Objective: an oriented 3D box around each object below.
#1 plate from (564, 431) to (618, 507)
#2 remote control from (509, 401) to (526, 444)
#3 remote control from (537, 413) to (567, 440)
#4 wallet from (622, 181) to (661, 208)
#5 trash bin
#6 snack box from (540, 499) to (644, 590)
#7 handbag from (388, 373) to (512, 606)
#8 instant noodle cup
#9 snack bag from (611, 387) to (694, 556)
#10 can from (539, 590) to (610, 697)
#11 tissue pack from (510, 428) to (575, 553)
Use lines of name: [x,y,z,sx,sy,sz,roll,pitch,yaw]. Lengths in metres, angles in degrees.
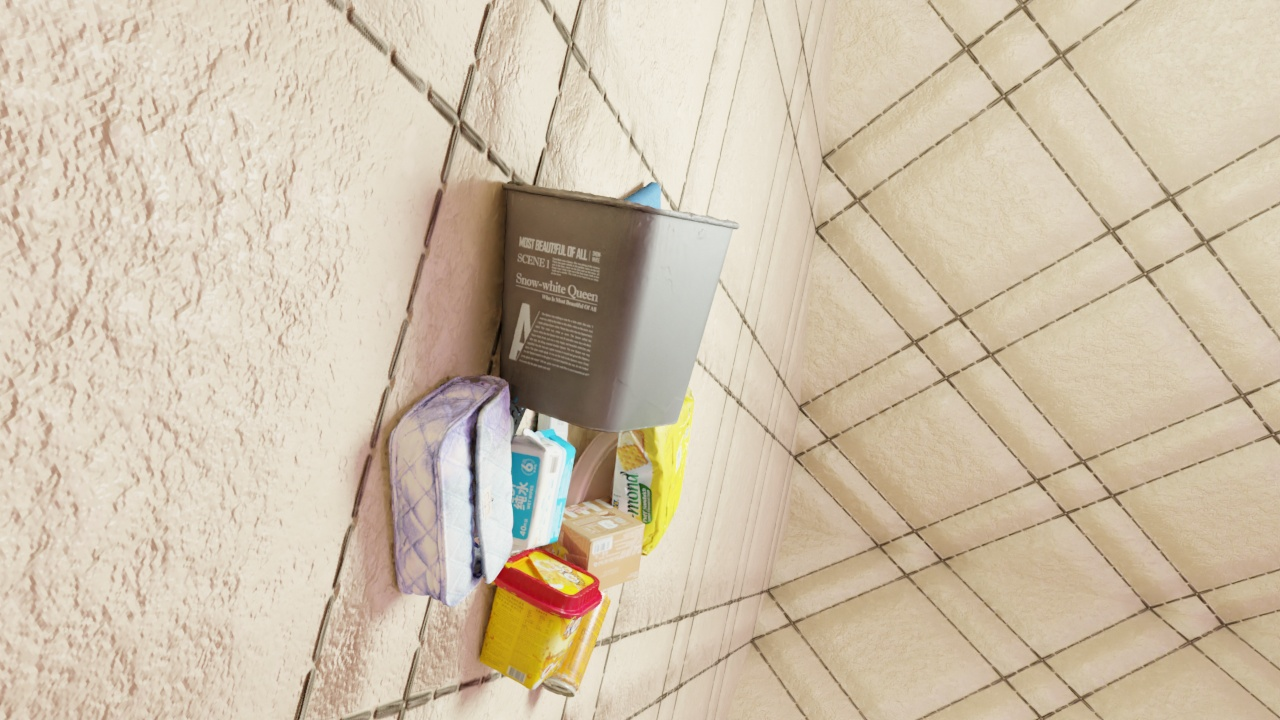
plate: [-0.048,0.201,1.298,0.228,0.028,0.230,-43,142,-48]
remote control: [-0.145,0.060,0.969,0.053,0.024,0.136,72,33,-53]
remote control: [-0.109,0.115,1.100,0.058,0.021,0.150,18,75,-72]
wallet: [-0.002,-0.181,1.269,0.132,0.040,0.106,-46,139,-58]
trash bin: [-0.036,-0.055,0.926,0.198,0.199,0.220,-1,104,-55]
snack box: [-0.062,0.235,1.166,0.092,0.094,0.077,-7,110,-43]
handbag: [-0.167,0.123,0.851,0.133,0.076,0.194,-49,146,-59]
instant noodle cup: [-0.121,0.300,1.064,0.124,0.116,0.116,-70,163,7]
snack bag: [0.018,0.140,1.248,0.157,0.068,0.247,-50,150,-60]
can: [-0.091,0.390,1.283,0.058,0.058,0.145,79,28,-51]
tissue pack: [-0.123,0.145,1.024,0.090,0.063,0.140,15,85,-72]
